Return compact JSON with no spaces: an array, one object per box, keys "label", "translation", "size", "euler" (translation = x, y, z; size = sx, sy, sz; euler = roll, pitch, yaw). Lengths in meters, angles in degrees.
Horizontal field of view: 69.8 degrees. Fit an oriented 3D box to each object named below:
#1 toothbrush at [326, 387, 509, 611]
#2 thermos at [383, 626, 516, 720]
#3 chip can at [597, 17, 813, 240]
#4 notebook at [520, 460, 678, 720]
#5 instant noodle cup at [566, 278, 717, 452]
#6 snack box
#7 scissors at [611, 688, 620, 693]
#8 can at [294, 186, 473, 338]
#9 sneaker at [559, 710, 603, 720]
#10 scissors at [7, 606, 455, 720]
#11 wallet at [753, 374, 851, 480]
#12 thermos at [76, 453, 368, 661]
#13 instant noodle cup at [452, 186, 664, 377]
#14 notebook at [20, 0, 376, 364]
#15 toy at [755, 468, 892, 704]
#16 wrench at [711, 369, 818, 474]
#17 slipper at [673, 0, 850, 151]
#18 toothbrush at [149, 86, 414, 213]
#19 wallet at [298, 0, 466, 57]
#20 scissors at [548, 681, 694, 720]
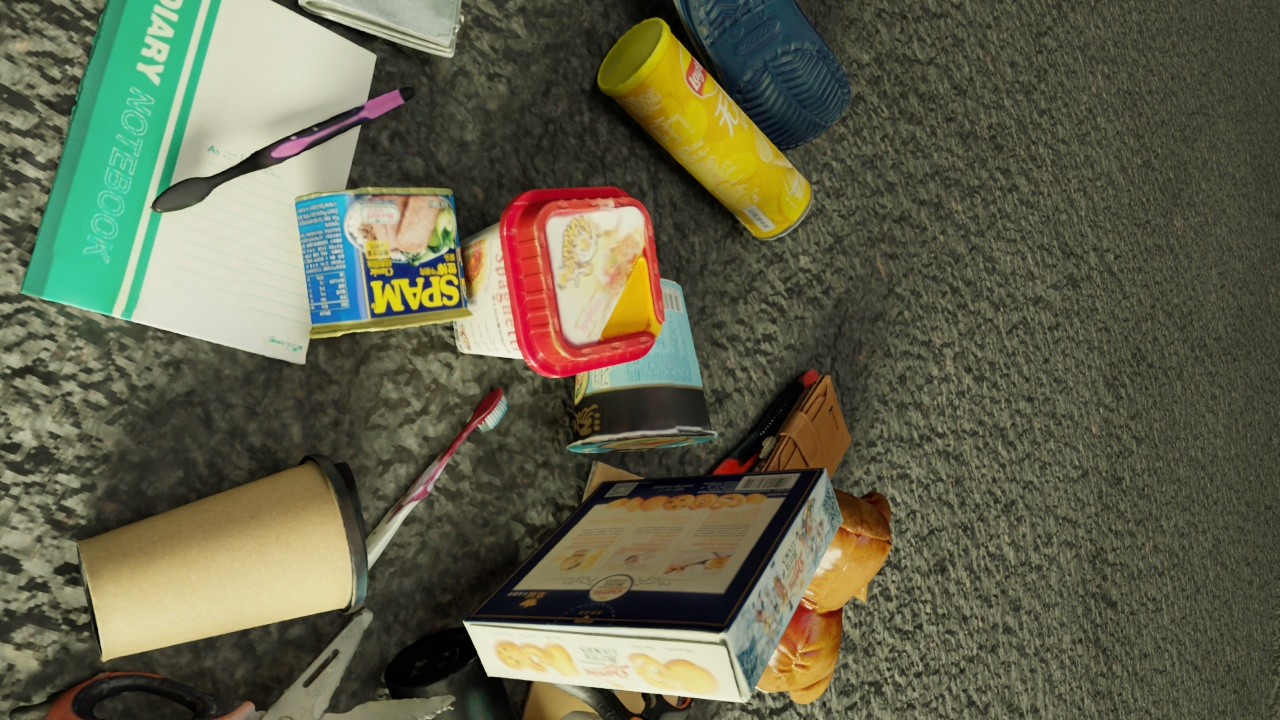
[{"label":"toothbrush","translation":[-0.144,0.089,0.606],"size":[0.187,0.016,0.017],"euler":[-54,131,-31]},{"label":"thermos","translation":[-0.105,0.302,0.596],"size":[0.089,0.068,0.242],"euler":[-19,102,-19]},{"label":"chip can","translation":[0.060,-0.188,0.773],"size":[0.213,0.072,0.072],"euler":[37,64,-35]},{"label":"notebook","translation":[-0.009,0.198,0.717],"size":[0.147,0.008,0.207],"euler":[25,75,-37]},{"label":"instant noodle cup","translation":[-0.004,0.004,0.689],"size":[0.111,0.111,0.120],"euler":[4,76,-43]},{"label":"snack box","translation":[0.013,0.132,0.579],"size":[0.182,0.178,0.046],"euler":[-40,117,-53]},{"label":"scissors","translation":[0.009,0.197,0.717],"size":[0.135,0.017,0.133],"euler":[47,66,-33]},{"label":"can","translation":[-0.156,-0.061,0.563],"size":[0.101,0.057,0.083],"euler":[-14,100,-53]},{"label":"sneaker","translation":[0.021,0.311,0.655],"size":[0.089,0.091,0.242],"euler":[-64,146,-19]},{"label":"scissors","translation":[-0.200,0.201,0.471],"size":[0.222,0.189,0.015],"euler":[5,123,-25]},{"label":"wallet","translation":[0.152,0.091,0.857],"size":[0.131,0.031,0.108],"euler":[-54,136,-30]},{"label":"thermos","translation":[-0.216,0.106,0.494],"size":[0.143,0.093,0.093],"euler":[-12,96,-34]},{"label":"instant noodle cup","translation":[-0.064,-0.050,0.614],"size":[0.116,0.124,0.116],"euler":[-13,97,-42]},{"label":"notebook","translation":[-0.243,-0.116,0.529],"size":[0.150,0.012,0.209],"euler":[19,75,-40]},{"label":"toy","translation":[0.131,0.195,0.781],"size":[0.140,0.130,0.199],"euler":[18,94,-9]},{"label":"wrench","translation":[0.091,0.086,0.824],"size":[0.272,0.016,0.056],"euler":[-36,112,-38]},{"label":"slipper","translation":[0.095,-0.280,0.803],"size":[0.252,0.105,0.095],"euler":[35,22,-51]},{"label":"toothbrush","translation":[-0.206,-0.129,0.547],"size":[0.188,0.018,0.014],"euler":[-42,115,-39]},{"label":"wallet","translation":[-0.159,-0.273,0.600],"size":[0.106,0.037,0.129],"euler":[12,78,-31]},{"label":"scissors","translation":[-0.005,0.227,0.599],"size":[0.022,0.221,0.232],"euler":[-59,160,7]}]
